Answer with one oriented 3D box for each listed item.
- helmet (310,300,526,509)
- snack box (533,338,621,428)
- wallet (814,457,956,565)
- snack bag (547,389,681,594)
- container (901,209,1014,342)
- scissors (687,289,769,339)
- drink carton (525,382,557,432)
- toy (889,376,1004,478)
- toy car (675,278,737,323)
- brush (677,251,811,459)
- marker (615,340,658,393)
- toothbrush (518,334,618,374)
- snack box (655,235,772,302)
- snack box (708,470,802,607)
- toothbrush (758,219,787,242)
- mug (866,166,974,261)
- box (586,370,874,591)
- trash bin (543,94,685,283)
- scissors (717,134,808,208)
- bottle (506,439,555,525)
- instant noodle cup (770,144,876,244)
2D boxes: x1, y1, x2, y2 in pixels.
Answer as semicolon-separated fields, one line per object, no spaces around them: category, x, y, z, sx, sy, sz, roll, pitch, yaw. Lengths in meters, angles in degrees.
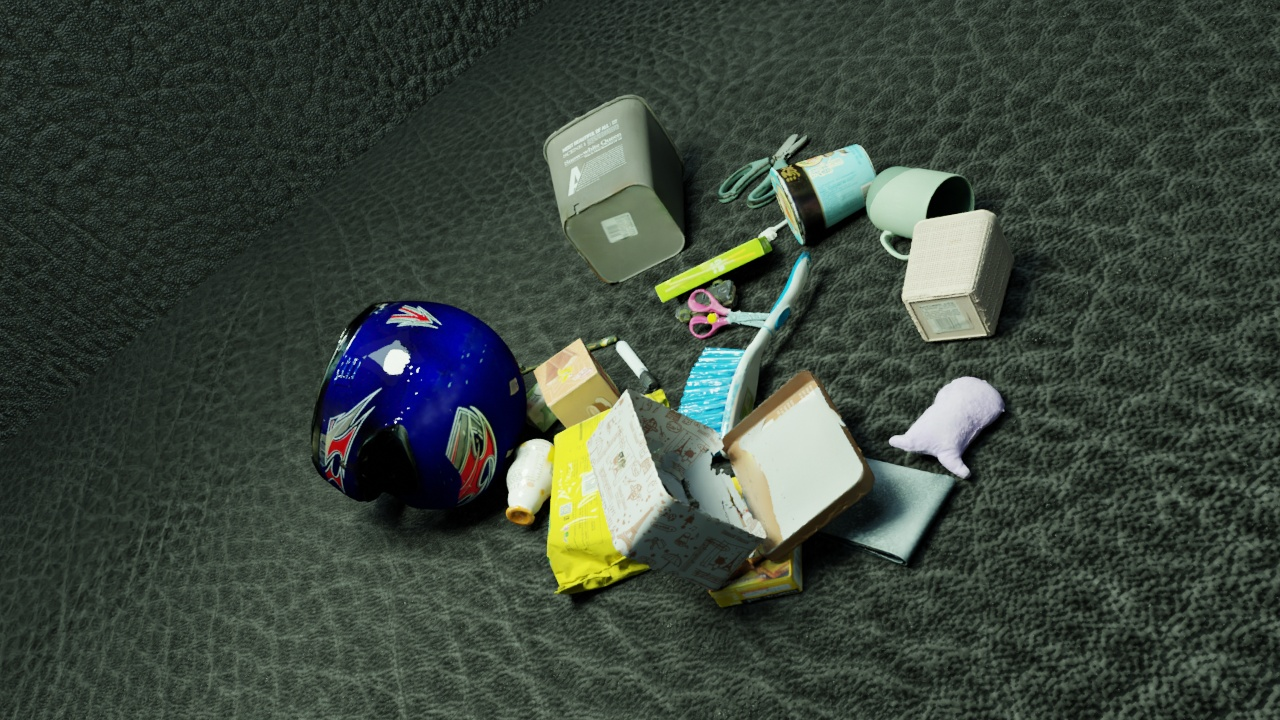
helmet;-0.275;0.080;1.198;0.246;0.240;0.316;-59;-6;-51
snack box;-0.074;0.044;1.190;0.077;0.093;0.094;-35;33;2
wallet;0.226;0.138;0.874;0.121;0.019;0.097;11;54;50
snack bag;-0.034;0.147;1.054;0.158;0.068;0.246;-25;36;17
container;0.337;-0.086;0.981;0.090;0.090;0.110;-5;47;38
scissors;0.119;-0.064;1.183;0.137;0.072;0.017;-1;10;36
drink carton;-0.113;0.042;1.271;0.122;0.045;0.054;-47;30;-17
toy;0.304;0.058;0.880;0.107;0.039;0.084;-44;48;-19
toy car;0.088;-0.077;1.242;0.091;0.035;0.042;-21;35;32
brush;0.127;-0.010;1.100;0.110;0.060;0.313;-4;50;31
marker;-0.007;0.007;1.243;0.022;0.018;0.130;-45;34;4
toothbrush;-0.114;-0.009;1.358;0.186;0.017;0.012;-18;42;26
snack box;0.102;-0.127;1.263;0.157;0.026;0.085;-24;4;19
snack box;0.116;0.173;0.918;0.087;0.034;0.140;-18;36;25
toothbrush;0.244;-0.220;1.292;0.180;0.016;0.016;-35;41;4
mug;0.330;-0.177;1.114;0.106;0.082;0.112;29;102;54
box;0.072;0.090;0.881;0.218;0.157;0.180;-41;31;17
trash bin;-0.034;-0.262;1.447;0.199;0.198;0.219;-25;41;17
scissors;0.189;-0.298;1.434;0.162;0.019;0.178;3;52;45
bottle;-0.137;0.152;1.143;0.063;0.063;0.108;-17;38;27
instant noodle cup;0.250;-0.230;1.227;0.120;0.111;0.111;-24;35;5
